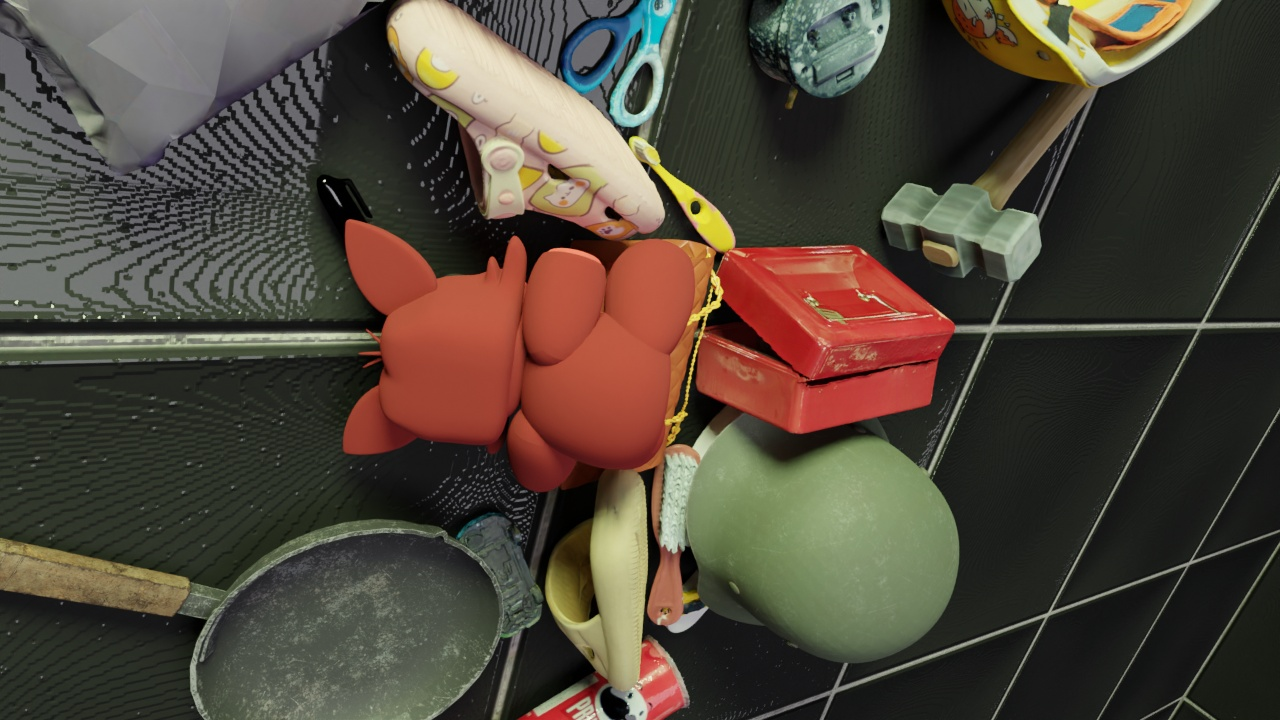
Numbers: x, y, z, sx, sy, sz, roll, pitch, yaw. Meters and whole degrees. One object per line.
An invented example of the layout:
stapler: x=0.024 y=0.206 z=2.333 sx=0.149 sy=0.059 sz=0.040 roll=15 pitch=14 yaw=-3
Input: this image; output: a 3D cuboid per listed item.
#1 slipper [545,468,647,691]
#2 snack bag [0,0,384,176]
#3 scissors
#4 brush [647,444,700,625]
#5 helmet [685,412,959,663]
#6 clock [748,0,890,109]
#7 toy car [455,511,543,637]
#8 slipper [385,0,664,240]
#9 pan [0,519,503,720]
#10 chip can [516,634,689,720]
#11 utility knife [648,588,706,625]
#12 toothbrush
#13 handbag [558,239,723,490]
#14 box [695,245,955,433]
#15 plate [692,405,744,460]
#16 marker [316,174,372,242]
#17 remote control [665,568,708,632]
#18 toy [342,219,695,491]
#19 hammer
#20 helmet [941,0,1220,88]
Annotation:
slipper: x=-0.035 y=0.171 z=0.701 sx=0.079 sy=0.111 sz=0.262 roll=1 pitch=141 yaw=1
snack bag: x=-0.177 y=-0.176 z=0.407 sx=0.205 sy=0.058 sz=0.096 roll=-40 pitch=135 yaw=-11
scissors: x=0.003 y=-0.214 z=0.554 sx=0.083 sy=0.015 sz=0.140 roll=18 pitch=108 yaw=-40
brush: x=0.027 y=0.154 z=0.769 sx=0.041 sy=0.030 sz=0.172 roll=3 pitch=109 yaw=-5
helmet: x=0.161 y=0.149 z=0.744 sx=0.267 sy=0.154 sz=0.227 roll=41 pitch=86 yaw=-31
clock: x=0.114 y=-0.233 z=0.598 sx=0.090 sy=0.052 sz=0.129 roll=-32 pitch=133 yaw=-17
toy car: x=-0.107 y=0.159 z=0.693 sx=0.048 sy=0.032 sz=0.105 roll=-26 pitch=117 yaw=-19
slipper: x=-0.071 y=-0.121 z=0.515 sx=0.082 sy=0.093 sz=0.197 roll=-41 pitch=136 yaw=19
pan: x=-0.248 y=0.157 z=0.579 sx=0.356 sy=0.040 sz=0.208 roll=30 pitch=102 yaw=-37
chip can: x=-0.072 y=0.332 z=0.802 sx=0.232 sy=0.073 sz=0.073 roll=-26 pitch=130 yaw=-21
utility knife: x=0.072 y=0.217 z=0.860 sx=0.155 sy=0.017 sz=0.031 roll=-11 pitch=132 yaw=-36
toothbrush: x=0.034 y=-0.111 z=0.639 sx=0.021 sy=0.016 sz=0.135 roll=-52 pitch=135 yaw=-1
handbag: x=-0.005 y=0.004 z=0.656 sx=0.108 sy=0.060 sz=0.172 roll=-8 pitch=121 yaw=-39
box: x=0.138 y=-0.006 z=0.706 sx=0.157 sy=0.136 sz=0.123 roll=-5 pitch=126 yaw=-35
plate: x=0.116 y=0.107 z=0.817 sx=0.182 sy=0.034 sz=0.182 roll=-15 pitch=120 yaw=-28
marker: x=-0.149 y=-0.052 z=0.537 sx=0.022 sy=0.016 sz=0.139 roll=-39 pitch=135 yaw=-17
remote control: x=0.072 y=0.203 z=0.871 sx=0.136 sy=0.013 sz=0.043 roll=-48 pitch=135 yaw=-2
toy: x=-0.072 y=-0.001 z=0.542 sx=0.197 sy=0.120 sz=0.159 roll=7 pitch=122 yaw=-7
hammer: x=0.342 y=-0.199 z=0.772 sx=0.322 sy=0.117 sz=0.051 roll=-48 pitch=135 yaw=-14
helmet: x=0.281 y=-0.310 z=0.621 sx=0.208 sy=0.140 sz=0.240 roll=-31 pitch=119 yaw=-18
